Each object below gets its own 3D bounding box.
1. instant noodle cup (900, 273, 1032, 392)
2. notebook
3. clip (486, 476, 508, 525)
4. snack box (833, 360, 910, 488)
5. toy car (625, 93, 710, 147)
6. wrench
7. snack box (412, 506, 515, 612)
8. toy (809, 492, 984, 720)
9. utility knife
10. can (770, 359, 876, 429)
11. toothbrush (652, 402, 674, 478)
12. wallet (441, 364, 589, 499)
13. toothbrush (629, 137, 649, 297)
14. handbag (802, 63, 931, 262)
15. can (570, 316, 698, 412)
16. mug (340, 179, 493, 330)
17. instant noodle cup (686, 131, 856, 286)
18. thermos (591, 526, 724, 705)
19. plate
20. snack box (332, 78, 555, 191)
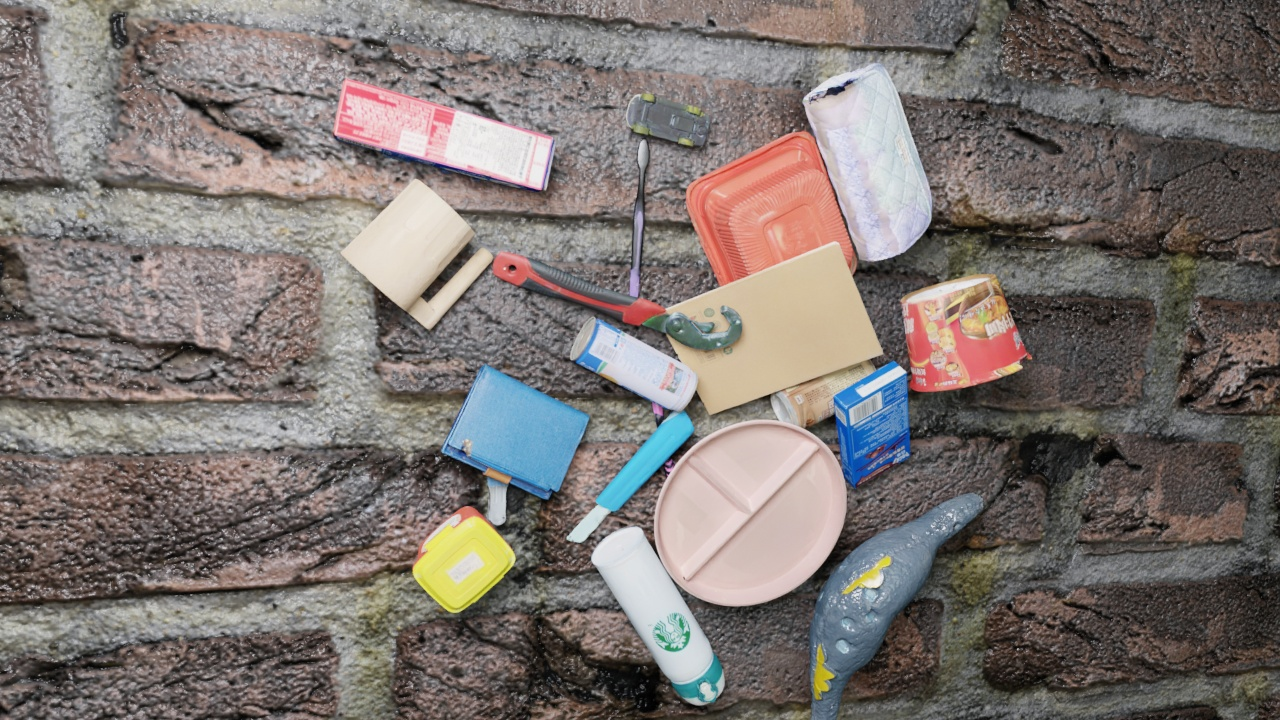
[{"bbox_3d":[0.368,-0.034,1.068,0.137,0.138,0.108,-19,96,-13],"label":"instant noodle cup"},{"bbox_3d":[0.141,-0.029,1.001,0.208,0.008,0.148,-21,118,16],"label":"notebook"},{"bbox_3d":[-0.156,0.150,1.003,0.025,0.031,0.057,1,91,-19],"label":"clip"},{"bbox_3d":[0.273,0.078,1.074,0.084,0.026,0.157,-28,135,-10],"label":"snack box"},{"bbox_3d":[0.027,-0.253,0.972,0.090,0.035,0.042,11,95,-17],"label":"toy car"},{"bbox_3d":[-0.024,-0.063,0.977,0.273,0.016,0.056,15,121,-6],"label":"wrench"},{"bbox_3d":[-0.190,0.203,0.969,0.091,0.080,0.082,-41,109,-6],"label":"snack box"},{"bbox_3d":[0.288,0.291,1.121,0.138,0.091,0.356,35,91,-31],"label":"toy"},{"bbox_3d":[-0.012,0.134,1.036,0.034,0.018,0.199,42,93,-9],"label":"utility knife"},{"bbox_3d":[0.214,0.036,1.067,0.116,0.058,0.058,-25,106,-10],"label":"can"},{"bbox_3d":[0.031,0.111,1.050,0.014,0.018,0.189,-13,102,-12],"label":"toothbrush"},{"bbox_3d":[-0.133,0.079,0.984,0.133,0.040,0.106,27,81,-18],"label":"wallet"},{"bbox_3d":[-0.003,-0.145,0.998,0.014,0.016,0.189,3,102,-5],"label":"toothbrush"},{"bbox_3d":[0.252,-0.219,0.997,0.133,0.076,0.194,-43,114,-42],"label":"handbag"},{"bbox_3d":[-0.006,0.006,0.997,0.134,0.053,0.053,28,91,-16],"label":"can"},{"bbox_3d":[-0.216,-0.103,0.912,0.103,0.084,0.124,-48,133,-5],"label":"mug"},{"bbox_3d":[0.155,-0.137,1.009,0.164,0.079,0.189,-28,111,-5],"label":"instant noodle cup"},{"bbox_3d":[0.027,0.299,1.053,0.073,0.073,0.224,-32,107,-9],"label":"thermos"},{"bbox_3d":[0.124,0.173,1.046,0.229,0.028,0.230,-4,106,-13],"label":"plate"},{"bbox_3d":[-0.191,-0.217,0.904,0.207,0.057,0.058,12,94,-18],"label":"snack box"}]
